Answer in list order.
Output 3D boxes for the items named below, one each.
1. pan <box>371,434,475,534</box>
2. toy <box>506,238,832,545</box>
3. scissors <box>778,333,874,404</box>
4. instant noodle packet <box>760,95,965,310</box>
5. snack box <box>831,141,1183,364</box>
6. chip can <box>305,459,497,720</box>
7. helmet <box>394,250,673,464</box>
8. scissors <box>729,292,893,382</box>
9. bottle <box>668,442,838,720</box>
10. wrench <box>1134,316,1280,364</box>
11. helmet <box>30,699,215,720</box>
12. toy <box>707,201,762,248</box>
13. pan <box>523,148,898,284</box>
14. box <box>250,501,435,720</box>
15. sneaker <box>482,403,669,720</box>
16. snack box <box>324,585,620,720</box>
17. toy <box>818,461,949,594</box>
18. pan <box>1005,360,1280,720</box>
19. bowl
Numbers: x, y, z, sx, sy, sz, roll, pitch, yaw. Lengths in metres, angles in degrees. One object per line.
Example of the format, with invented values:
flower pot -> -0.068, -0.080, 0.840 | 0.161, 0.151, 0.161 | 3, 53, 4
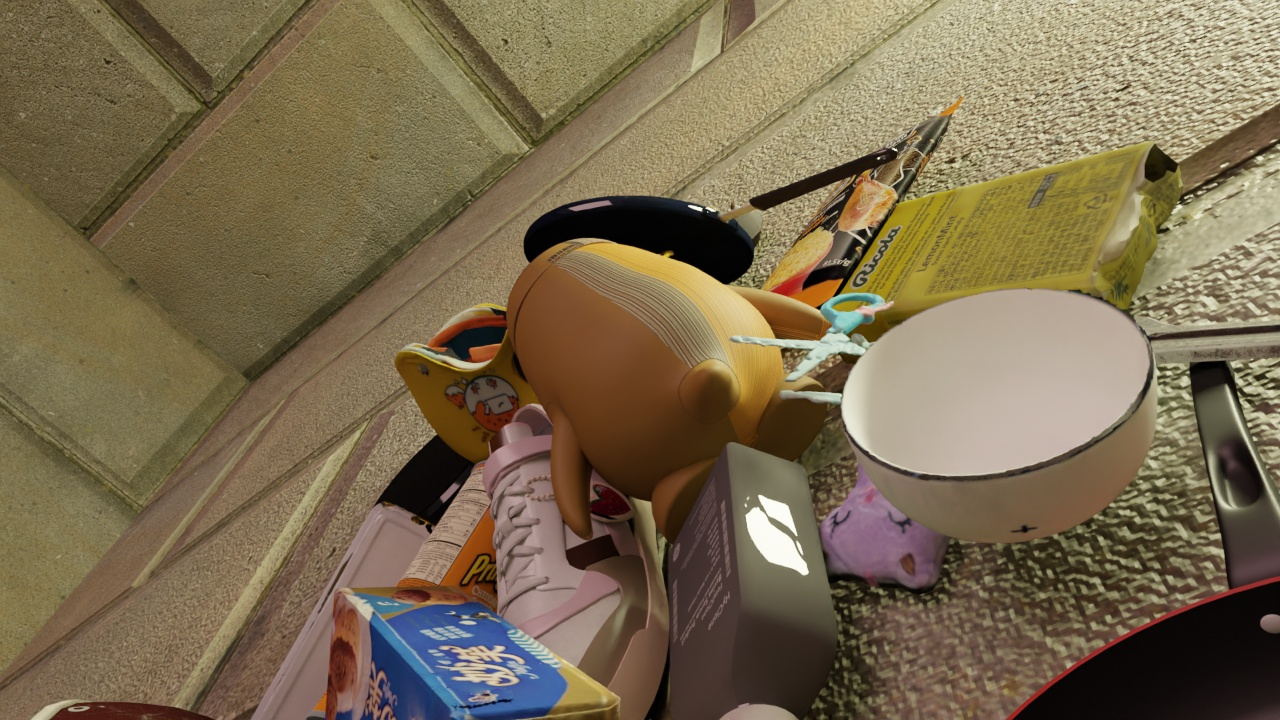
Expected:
pan -> -0.187, 0.150, 0.834 | 0.204, 0.044, 0.355 | -39, 19, 10
toy -> -0.003, 0.003, 0.576 | 0.198, 0.163, 0.203 | -39, 51, -15
scissors -> 0.138, 0.028, 0.439 | 0.171, 0.028, 0.138 | 5, 42, 43
instant noodle packet -> 0.150, -0.096, 0.700 | 0.220, 0.032, 0.160 | -53, 8, -26
snack box -> 0.205, -0.056, 0.531 | 0.181, 0.045, 0.121 | -7, 41, 54
chip can -> -0.139, 0.174, 0.648 | 0.075, 0.075, 0.214 | -22, 29, 43
helmet -> -0.065, 0.012, 0.756 | 0.240, 0.139, 0.208 | -17, 11, 12
scissors -> 0.120, -0.009, 0.470 | 0.136, 0.015, 0.134 | 13, 31, 30
bottle -> 0.048, 0.121, 0.412 | 0.173, 0.046, 0.084 | -87, 18, -61
wrench -> 0.263, -0.010, 0.332 | 0.069, 0.010, 0.274 | -28, 13, -35
helmet -> -0.296, 0.294, 0.459 | 0.253, 0.234, 0.233 | -17, 57, -16
toy -> 0.073, -0.114, 0.871 | 0.076, 0.062, 0.100 | -28, 0, -30
pan -> 0.051, -0.111, 0.739 | 0.357, 0.198, 0.021 | -14, 67, 47
box -> -0.217, 0.216, 0.708 | 0.080, 0.079, 0.209 | 18, 72, 28
sneaker -> -0.057, 0.118, 0.550 | 0.112, 0.116, 0.293 | -35, 22, 19
snack box -> -0.089, 0.197, 0.407 | 0.203, 0.069, 0.155 | -1, 86, 61
toy -> 0.129, 0.066, 0.434 | 0.080, 0.036, 0.099 | -6, 39, 42
pan -> 0.182, 0.088, 0.249 | 0.209, 0.067, 0.355 | -31, 6, 34
bowl -> 0.142, 0.027, 0.362 | 0.113, 0.063, 0.113 | -20, 30, 12
